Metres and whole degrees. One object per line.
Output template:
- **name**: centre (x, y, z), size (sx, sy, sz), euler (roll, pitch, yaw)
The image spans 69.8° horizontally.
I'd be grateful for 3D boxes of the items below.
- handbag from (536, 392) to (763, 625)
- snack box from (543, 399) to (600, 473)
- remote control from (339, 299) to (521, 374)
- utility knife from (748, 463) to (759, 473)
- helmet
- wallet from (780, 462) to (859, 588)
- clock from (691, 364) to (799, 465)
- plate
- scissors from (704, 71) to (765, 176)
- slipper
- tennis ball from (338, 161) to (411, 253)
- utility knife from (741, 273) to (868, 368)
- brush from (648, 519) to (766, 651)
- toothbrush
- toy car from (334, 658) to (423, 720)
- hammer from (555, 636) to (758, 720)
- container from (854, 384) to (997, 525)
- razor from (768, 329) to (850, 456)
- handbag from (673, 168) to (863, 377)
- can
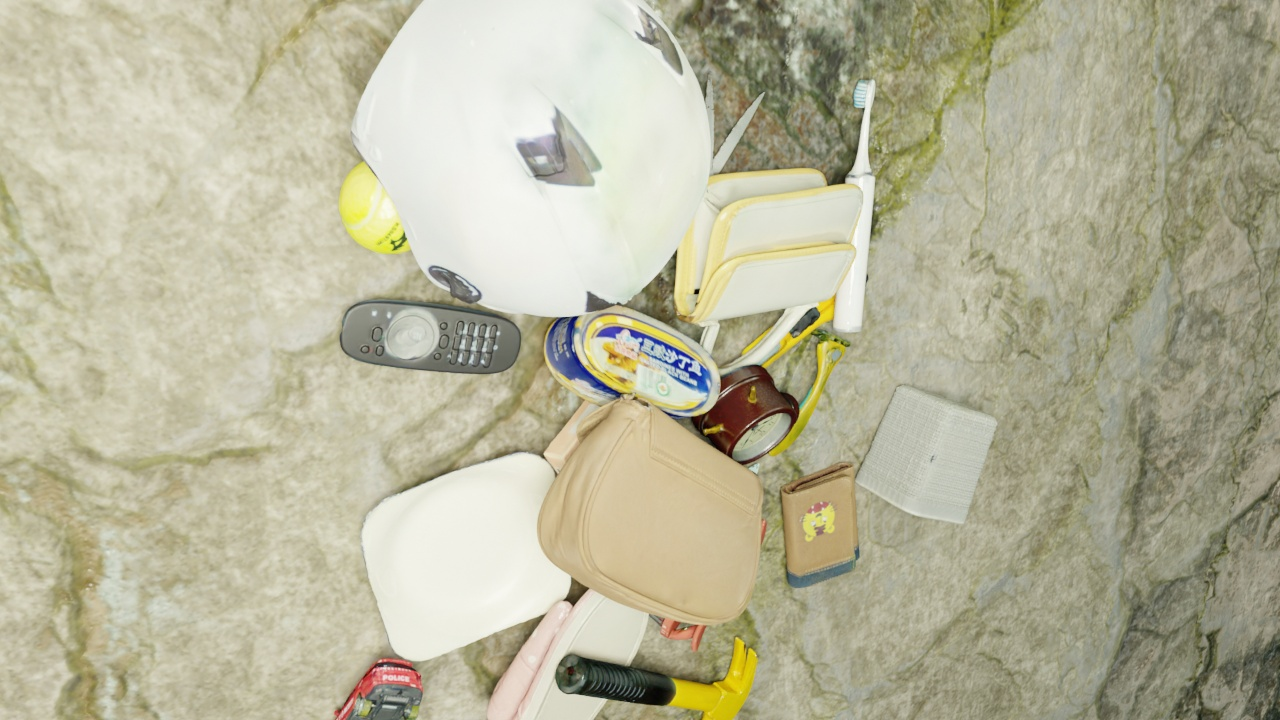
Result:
- **handbag**: centre (0.012, 0.125, 0.734), size (0.204, 0.100, 0.147), euler (36, 68, -39)
- **snack box**: centre (-0.015, 0.104, 0.793), size (0.084, 0.026, 0.157), euler (-52, 128, -30)
- **remote control**: centre (-0.156, -0.018, 0.689), size (0.136, 0.024, 0.053), euler (7, 107, -29)
- **utility knife**: centre (0.095, 0.177, 0.904), size (0.034, 0.018, 0.162), euler (3, 106, -32)
- **helmet**: centre (-0.037, -0.133, 0.599), size (0.228, 0.146, 0.259), euler (-53, 139, -22)
- **wallet**: centre (0.186, 0.169, 0.942), size (0.090, 0.033, 0.115), euler (-17, 113, -21)
- **clock**: centre (0.099, 0.053, 0.823), size (0.082, 0.055, 0.122), euler (-44, 147, 10)
- **plate**: centre (-0.143, 0.157, 0.759), size (0.164, 0.034, 0.164), euler (-17, 116, -22)
- **scissors**: centre (0.053, -0.141, 0.758), size (0.178, 0.014, 0.159), euler (-38, 123, -11)
- **slipper**: centre (-0.083, 0.298, 0.823), size (0.114, 0.054, 0.274), euler (21, 102, -49)
- **tennis ball**: centre (-0.171, -0.105, 0.622), size (0.065, 0.065, 0.065), euler (-10, 114, -25)
- **utility knife**: centre (0.138, -0.025, 0.845), size (0.192, 0.015, 0.033), euler (-38, 104, -10)
- **brush**: centre (0.059, 0.197, 0.853), size (0.146, 0.069, 0.063), euler (-62, 162, 7)
- **toothbrush**: centre (0.193, -0.135, 0.816), size (0.026, 0.026, 0.221), euler (-22, 117, -60)
- **toy car**: centre (-0.220, 0.291, 0.755), size (0.053, 0.045, 0.121), euler (20, 122, -28)
- **hammer**: centre (0.021, 0.309, 0.862), size (0.129, 0.033, 0.300), euler (-57, 140, 0)
- **container**: centre (0.293, 0.093, 0.936), size (0.090, 0.090, 0.114), euler (15, 98, -32)
- **razor**: centre (0.157, 0.036, 0.878), size (0.043, 0.028, 0.132), euler (20, 101, -36)
- **handbag**: centre (0.108, -0.067, 0.781), size (0.163, 0.063, 0.179), euler (-12, 121, -31)
- **can**: centre (-0.004, 0.004, 0.746), size (0.148, 0.049, 0.074), euler (24, 67, -30)
